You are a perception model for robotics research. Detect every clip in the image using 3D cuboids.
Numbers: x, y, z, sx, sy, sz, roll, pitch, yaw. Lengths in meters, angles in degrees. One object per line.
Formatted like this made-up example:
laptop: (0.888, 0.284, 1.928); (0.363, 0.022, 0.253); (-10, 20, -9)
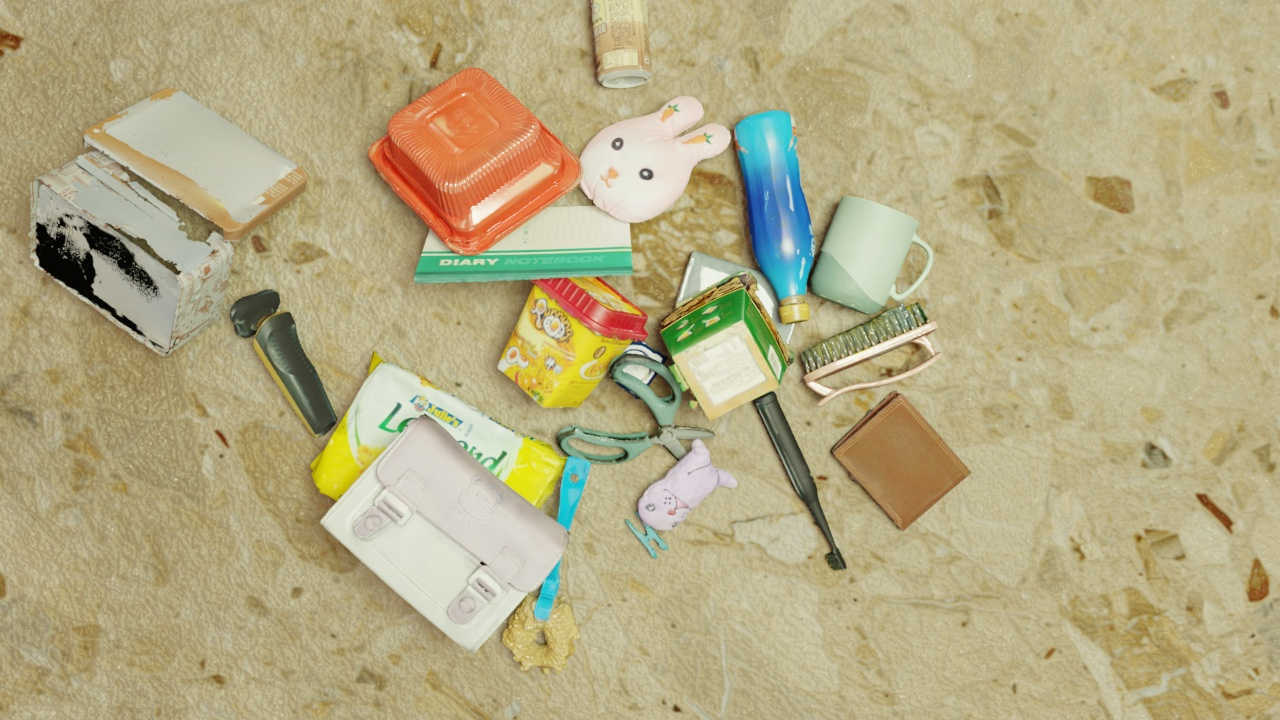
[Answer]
clip: (0.007, 0.191, 1.008); (0.045, 0.014, 0.057); (-40, 94, 3)

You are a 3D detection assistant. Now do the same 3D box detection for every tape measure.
tape measure: (-0.006, 0.006, 0.992); (0.054, 0.025, 0.058); (35, 88, 0)

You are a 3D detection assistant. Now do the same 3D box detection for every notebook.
notebook: (-0.114, -0.120, 0.931); (0.209, 0.150, 0.012); (-2, 124, -1)

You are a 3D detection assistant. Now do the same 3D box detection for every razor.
razor: (-0.377, 0.007, 0.980); (0.068, 0.062, 0.167); (-22, 100, 31)

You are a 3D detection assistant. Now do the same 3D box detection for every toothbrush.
toothbrush: (0.177, 0.134, 1.001); (0.027, 0.026, 0.212); (-22, 95, 35)

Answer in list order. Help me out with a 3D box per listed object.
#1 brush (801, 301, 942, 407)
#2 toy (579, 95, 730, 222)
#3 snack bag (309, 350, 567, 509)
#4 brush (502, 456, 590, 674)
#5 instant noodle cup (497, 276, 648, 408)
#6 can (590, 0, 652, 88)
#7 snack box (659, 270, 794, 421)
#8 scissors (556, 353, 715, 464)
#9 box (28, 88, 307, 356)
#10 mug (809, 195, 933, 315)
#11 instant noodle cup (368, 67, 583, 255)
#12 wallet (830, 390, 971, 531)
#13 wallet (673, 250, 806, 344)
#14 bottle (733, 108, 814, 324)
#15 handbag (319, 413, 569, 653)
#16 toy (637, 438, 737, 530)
brush: (0.243, -0.004, 0.975); (0.145, 0.063, 0.073); (-23, 83, 1)
toy: (0.012, -0.214, 0.960); (0.159, 0.054, 0.121); (-39, 67, -6)
snack bag: (-0.212, 0.114, 0.974); (0.246, 0.068, 0.158); (30, 94, -3)
brush: (-0.091, 0.222, 0.975); (0.083, 0.045, 0.255); (14, 105, 6)
instant noodle cup: (-0.074, -0.022, 0.943); (0.116, 0.116, 0.124); (39, 105, 23)
can: (-0.021, -0.348, 0.956); (0.058, 0.058, 0.116); (-5, 93, -1)
snack box: (0.088, -0.006, 0.921); (0.118, 0.105, 0.118); (-28, 106, 12)
scissors: (-0.005, 0.054, 0.959); (0.170, 0.019, 0.182); (1, 129, 0)
box: (-0.489, -0.143, 0.955); (0.181, 0.197, 0.158); (33, 133, -3)
mug: (0.243, -0.103, 0.955); (0.112, 0.082, 0.106); (22, 95, 13)
instant noodle cup: (-0.169, -0.210, 0.914); (0.164, 0.079, 0.189); (-40, 70, -14)
wallet: (0.282, 0.110, 0.999); (0.101, 0.032, 0.124); (-42, 92, 5)
wallet: (0.102, -0.050, 0.984); (0.130, 0.037, 0.106); (17, 92, -1)
bottle: (0.143, -0.147, 0.953); (0.065, 0.065, 0.218); (-8, 85, 0)
handbag: (-0.188, 0.167, 0.900); (0.197, 0.098, 0.145); (41, 88, -3)
toy: (0.046, 0.142, 0.992); (0.108, 0.039, 0.084); (-43, 121, 3)
